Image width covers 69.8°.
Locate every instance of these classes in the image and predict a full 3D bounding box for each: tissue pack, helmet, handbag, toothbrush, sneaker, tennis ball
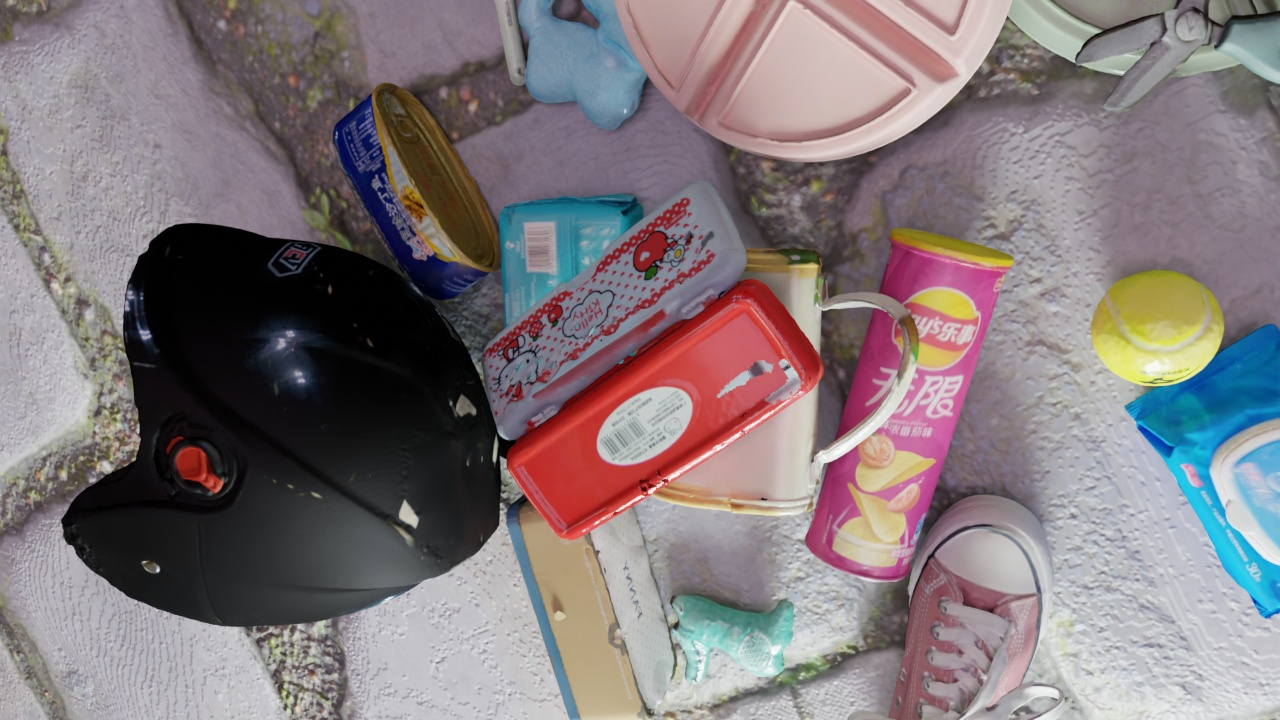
[{"bbox_3d":[-0.044,-0.046,0.629,0.093,0.050,0.133,3,103,16],"label":"tissue pack"},{"bbox_3d":[-0.215,0.040,0.605,0.230,0.233,0.275,-4,117,7],"label":"helmet"},{"bbox_3d":[0.360,0.066,0.523,0.095,0.052,0.157,-33,91,21],"label":"tissue pack"},{"bbox_3d":[0.084,0.013,0.569,0.179,0.063,0.163,5,97,34],"label":"handbag"},{"bbox_3d":[-0.098,-0.280,0.612,0.020,0.029,0.189,9,111,59],"label":"toothbrush"},{"bbox_3d":[0.202,0.206,0.586,0.118,0.087,0.241,16,107,14],"label":"sneaker"},{"bbox_3d":[0.291,-0.018,0.520,0.065,0.065,0.065,4,103,17],"label":"tennis ball"}]

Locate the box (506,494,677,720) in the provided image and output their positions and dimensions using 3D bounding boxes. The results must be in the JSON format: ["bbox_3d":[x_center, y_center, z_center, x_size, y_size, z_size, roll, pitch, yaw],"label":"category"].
[{"bbox_3d":[-0.033,0.160,0.652,0.063,0.089,0.184,-16,94,21],"label":"box"}]

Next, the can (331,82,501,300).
[{"bbox_3d":[-0.154,-0.116,0.638,0.049,0.074,0.148,-29,91,24],"label":"can"}]

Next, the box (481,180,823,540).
[{"bbox_3d":[-0.007,0.002,0.557,0.201,0.063,0.160,-35,74,22],"label":"box"}]

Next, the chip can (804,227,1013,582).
[{"bbox_3d":[0.161,0.029,0.568,0.071,0.071,0.211,17,106,14],"label":"chip can"}]

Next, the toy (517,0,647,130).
[{"bbox_3d":[-0.002,-0.220,0.578,0.161,0.049,0.157,28,119,13],"label":"toy"}]

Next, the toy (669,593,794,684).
[{"bbox_3d":[0.062,0.201,0.663,0.092,0.030,0.097,15,113,19],"label":"toy"}]

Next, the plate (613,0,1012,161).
[{"bbox_3d":[0.079,-0.215,0.484,0.230,0.028,0.230,14,123,24],"label":"plate"}]

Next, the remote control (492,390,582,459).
[{"bbox_3d":[-0.046,0.045,0.664,0.137,0.024,0.053,-8,100,20],"label":"remote control"}]

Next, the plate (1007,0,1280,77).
[{"bbox_3d":[0.292,-0.270,0.485,0.230,0.027,0.230,4,102,17],"label":"plate"}]

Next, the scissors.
[{"bbox_3d":[0.324,-0.180,0.470,0.172,0.019,0.177,39,110,5],"label":"scissors"}]
